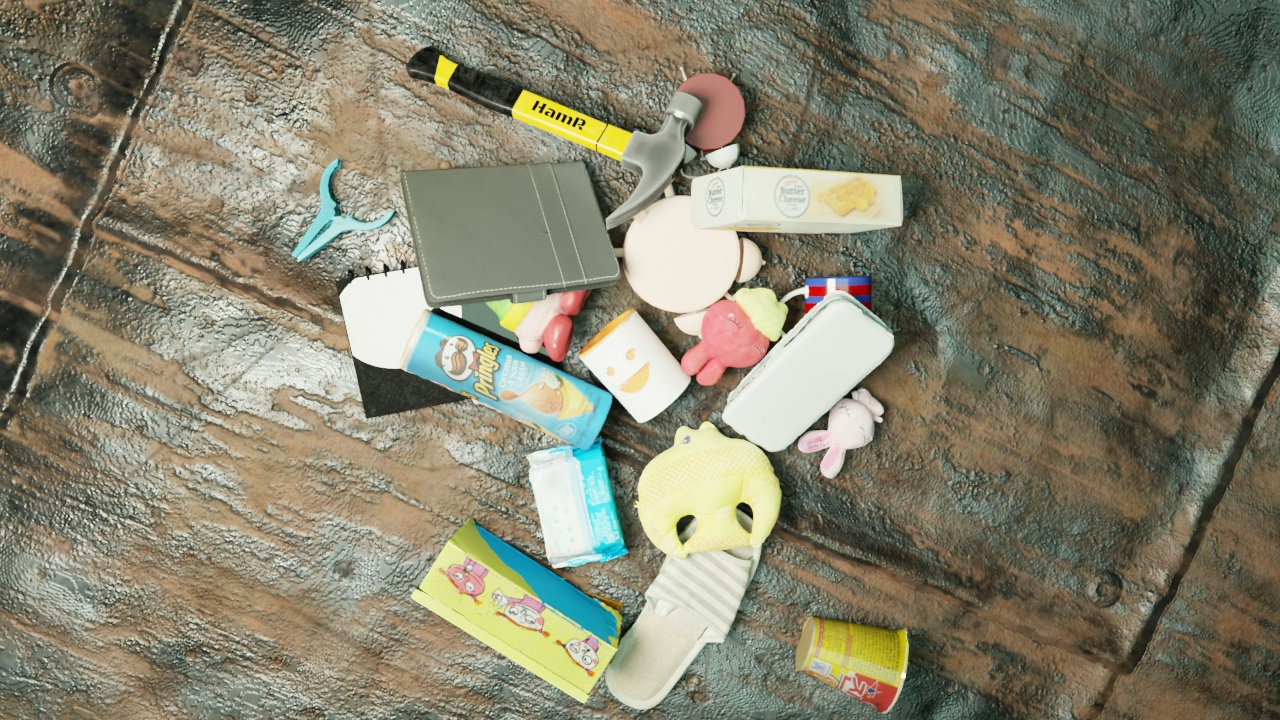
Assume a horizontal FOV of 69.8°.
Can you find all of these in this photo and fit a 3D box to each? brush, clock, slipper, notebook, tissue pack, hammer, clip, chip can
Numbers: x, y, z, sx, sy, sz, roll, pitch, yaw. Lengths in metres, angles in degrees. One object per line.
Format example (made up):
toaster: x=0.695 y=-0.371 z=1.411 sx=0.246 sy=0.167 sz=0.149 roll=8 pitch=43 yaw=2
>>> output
brush: x=-0.087 y=0.292 z=1.094 sx=0.126 sy=0.017 sz=0.048 roll=20 pitch=93 yaw=-7
clock: x=0.072 y=-0.268 z=1.039 sx=0.087 sy=0.044 sz=0.124 roll=5 pitch=95 yaw=-6
slipper: x=0.052 y=0.298 z=1.093 sx=0.114 sy=0.054 sz=0.272 roll=30 pitch=93 yaw=-12
notebook: x=-0.215 y=-0.038 z=1.049 sx=0.231 sy=0.019 sz=0.169 roll=-11 pitch=98 yaw=-4
notebook: x=-0.137 y=-0.138 z=0.978 sx=0.208 sy=0.030 sz=0.169 roll=-9 pitch=69 yaw=-19
tissue pack: x=-0.074 y=0.167 z=1.061 sx=0.093 sy=0.061 sz=0.144 roll=-13 pitch=94 yaw=-2
hammer: x=-0.107 y=-0.263 z=0.992 sx=0.324 sy=0.034 sz=0.169 roll=24 pitch=75 yaw=8
clip: x=-0.324 y=-0.161 z=1.024 sx=0.118 sy=0.033 sz=0.120 roll=8 pitch=95 yaw=-10
clock: x=0.049 y=-0.118 z=1.037 sx=0.160 sy=0.086 sz=0.131 roll=40 pitch=91 yaw=-14
chip can: x=-0.148 y=0.023 z=1.015 sx=0.229 sy=0.080 sz=0.080 roll=25 pitch=93 yaw=-9

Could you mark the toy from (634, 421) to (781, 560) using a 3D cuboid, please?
toy: x=0.075 y=0.148 z=1.064 sx=0.170 sy=0.065 sz=0.154 roll=-10 pitch=77 yaw=-1

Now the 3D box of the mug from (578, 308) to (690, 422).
mug: x=-0.006 y=0.006 z=1.040 sx=0.082 sy=0.082 sz=0.105 roll=-41 pitch=98 yaw=-1

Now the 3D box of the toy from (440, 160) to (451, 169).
toy: x=-0.208 y=-0.169 z=1.022 sx=0.055 sy=0.041 sz=0.102 roll=-12 pitch=108 yaw=38

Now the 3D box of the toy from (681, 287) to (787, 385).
toy: x=0.105 y=-0.027 z=1.029 sx=0.135 sy=0.045 sz=0.091 roll=-40 pitch=119 yaw=3

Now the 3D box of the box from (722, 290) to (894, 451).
box: x=0.186 y=0.014 z=1.036 sx=0.118 sy=0.063 sz=0.214 roll=32 pitch=118 yaw=-13

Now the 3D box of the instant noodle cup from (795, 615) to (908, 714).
instant noodle cup: x=0.249 y=0.357 z=1.100 sx=0.112 sy=0.100 sz=0.100 roll=16 pitch=94 yaw=1

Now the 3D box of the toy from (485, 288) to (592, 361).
toy: x=-0.126 y=-0.076 z=1.001 sx=0.131 sy=0.097 sz=0.124 roll=22 pitch=89 yaw=10

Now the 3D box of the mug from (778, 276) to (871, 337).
mug: x=0.210 y=-0.058 z=1.059 sx=0.112 sy=0.075 sz=0.076 roll=-2 pitch=96 yaw=-3

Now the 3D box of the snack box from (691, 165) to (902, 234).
snack box: x=0.171 y=-0.172 z=0.997 sx=0.207 sy=0.104 sz=0.057 roll=-2 pitch=93 yaw=-25

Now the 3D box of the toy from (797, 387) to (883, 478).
toy: x=0.242 y=0.084 z=1.091 sx=0.063 sy=0.047 sz=0.110 roll=43 pitch=94 yaw=1

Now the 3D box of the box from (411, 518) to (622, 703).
box: x=-0.130 y=0.276 z=1.023 sx=0.221 sy=0.124 sz=0.079 roll=34 pitch=94 yaw=-2
